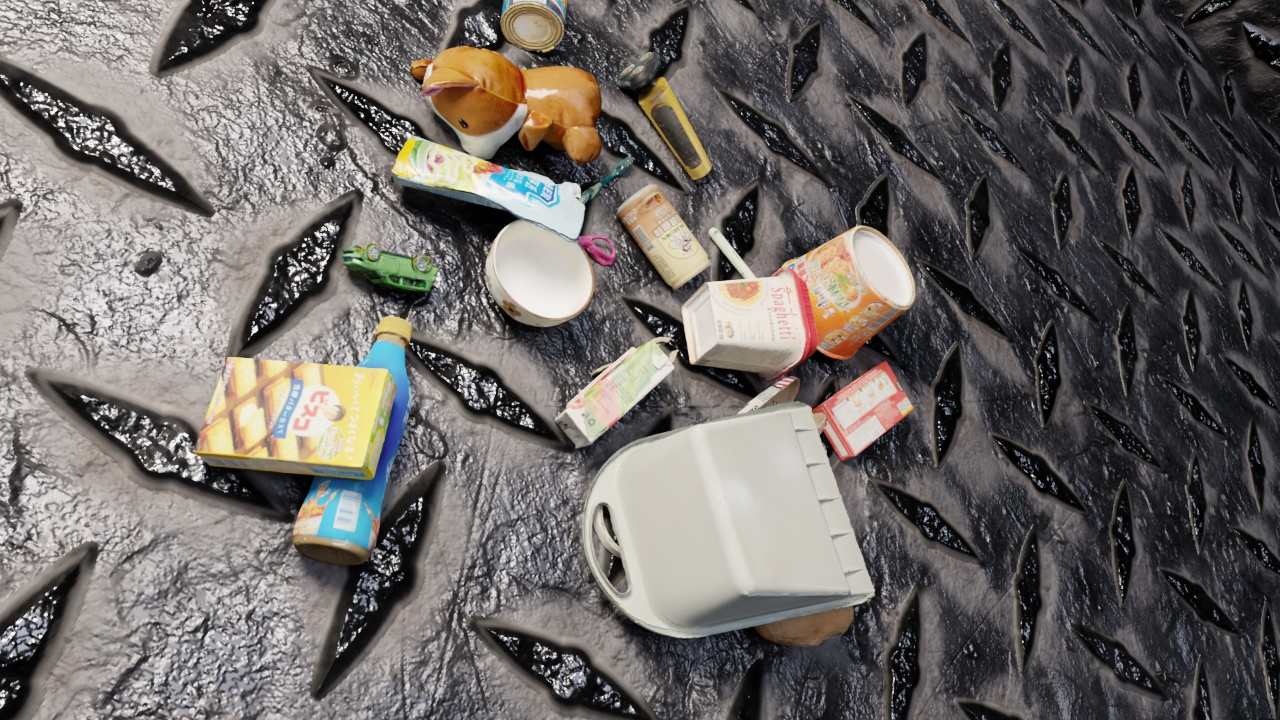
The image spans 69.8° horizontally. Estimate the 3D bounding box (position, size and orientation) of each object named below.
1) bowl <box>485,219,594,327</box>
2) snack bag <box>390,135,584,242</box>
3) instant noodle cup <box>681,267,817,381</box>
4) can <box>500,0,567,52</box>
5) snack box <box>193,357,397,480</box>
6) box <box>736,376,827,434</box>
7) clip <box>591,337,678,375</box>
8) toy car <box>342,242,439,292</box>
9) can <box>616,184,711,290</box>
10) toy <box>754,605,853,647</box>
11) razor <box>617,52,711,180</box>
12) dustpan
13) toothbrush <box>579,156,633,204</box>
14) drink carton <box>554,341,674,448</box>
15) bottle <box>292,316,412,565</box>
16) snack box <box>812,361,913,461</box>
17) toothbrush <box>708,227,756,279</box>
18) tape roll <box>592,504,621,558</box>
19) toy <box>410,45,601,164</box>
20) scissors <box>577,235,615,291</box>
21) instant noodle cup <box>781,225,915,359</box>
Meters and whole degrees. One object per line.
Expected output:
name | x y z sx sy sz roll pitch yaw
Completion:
bowl | -0.111 -0.082 0.940 0.113 0.062 0.113 16 60 -29
snack bag | -0.147 -0.176 0.928 0.191 0.039 0.110 16 25 -8
instant noodle cup | 0.122 -0.041 1.060 0.124 0.117 0.116 0 70 -23
can | -0.123 -0.430 1.080 0.075 0.076 0.111 17 61 -28
snack box | -0.276 0.046 0.740 0.140 0.034 0.086 6 62 4
box | 0.141 0.073 1.041 0.162 0.076 0.088 -34 108 -38
clip | -0.003 0.010 0.994 0.100 0.035 0.072 -32 91 -35
toy car | -0.236 -0.087 0.865 0.091 0.043 0.036 15 84 -38
can | 0.027 -0.143 1.066 0.116 0.059 0.058 53 50 -3
toy | 0.157 0.195 0.998 0.143 0.083 0.225 13 58 -31
razor | 0.035 -0.302 1.150 0.167 0.062 0.067 57 18 -7
dustpan | 0.080 0.165 0.930 0.257 0.143 0.222 6 61 -47
toothbrush | -0.061 -0.189 1.051 0.016 0.018 0.191 49 50 -7
drink carton | -0.028 0.033 0.932 0.122 0.054 0.045 -41 93 -23
bottle | -0.236 0.061 0.786 0.065 0.065 0.218 22 58 -26
snack box | 0.288 0.063 1.178 0.152 0.026 0.075 -28 86 -40
toothbrush | 0.149 -0.093 1.154 0.029 0.020 0.189 -42 97 -18
tape roll | -0.009 0.160 0.933 0.085 0.014 0.085 14 62 -29
toy | -0.144 -0.270 0.979 0.199 0.140 0.130 14 104 -28
scissors | -0.074 -0.138 1.011 0.112 0.017 0.134 -31 98 -41
instant noodle cup | 0.267 -0.092 1.163 0.151 0.112 0.151 23 50 -30
